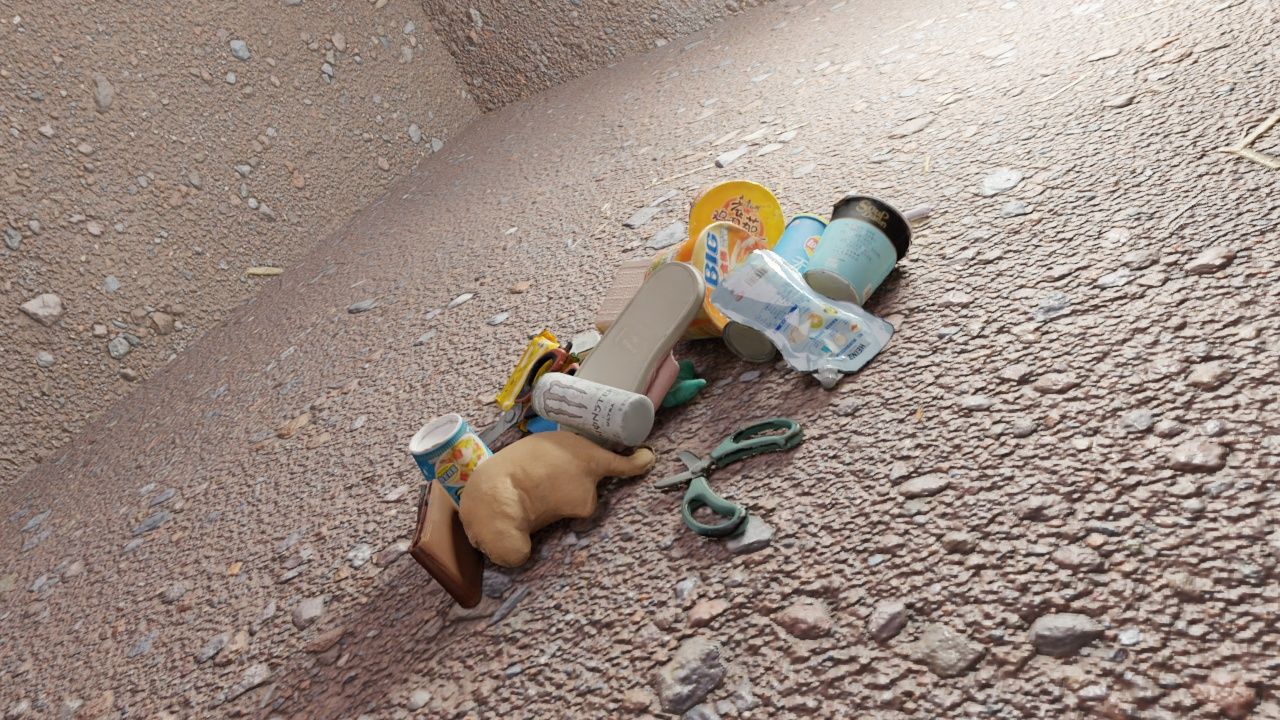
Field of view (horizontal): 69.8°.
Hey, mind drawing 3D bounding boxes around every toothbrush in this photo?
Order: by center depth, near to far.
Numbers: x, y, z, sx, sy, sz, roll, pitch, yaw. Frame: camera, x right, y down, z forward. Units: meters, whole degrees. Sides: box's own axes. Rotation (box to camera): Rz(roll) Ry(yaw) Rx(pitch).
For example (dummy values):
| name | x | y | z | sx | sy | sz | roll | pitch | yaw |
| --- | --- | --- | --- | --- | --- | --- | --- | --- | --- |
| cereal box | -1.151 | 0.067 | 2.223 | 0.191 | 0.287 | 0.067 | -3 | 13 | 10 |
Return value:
| name | x | y | z | sx | sy | sz | roll | pitch | yaw |
| --- | --- | --- | --- | --- | --- | --- | --- | --- | --- |
| toothbrush | 0.300 | -0.178 | 1.249 | 0.189 | 0.029 | 0.021 | -15 | 70 | 25 |

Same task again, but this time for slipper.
| name | x | y | z | sx | sy | sz | roll | pitch | yaw |
| --- | --- | --- | --- | --- | --- | --- | --- | --- | --- |
| slipper | -0.007 | 0.006 | 1.101 | 0.114 | 0.054 | 0.274 | 34 | 95 | 38 |

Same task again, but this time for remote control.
| name | x | y | z | sx | sy | sz | roll | pitch | yaw |
| --- | --- | --- | --- | --- | --- | --- | --- | --- | --- |
| remote control | -0.123 | 0.005 | 1.346 | 0.150 | 0.021 | 0.058 | -26 | 26 | 8 |

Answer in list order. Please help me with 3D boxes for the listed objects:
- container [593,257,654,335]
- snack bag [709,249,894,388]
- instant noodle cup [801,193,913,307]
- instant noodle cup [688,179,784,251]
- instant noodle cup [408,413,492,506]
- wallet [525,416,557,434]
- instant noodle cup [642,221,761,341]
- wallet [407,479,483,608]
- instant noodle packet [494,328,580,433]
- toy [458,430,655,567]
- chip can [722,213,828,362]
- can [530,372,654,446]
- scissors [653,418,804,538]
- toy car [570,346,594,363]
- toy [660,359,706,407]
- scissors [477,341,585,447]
| name | x | y | z | sx | sy | sz | roll | pitch | yaw |
| --- | --- | --- | --- | --- | --- | --- | --- | --- | --- |
| container | 0.003 | -0.069 | 1.259 | 0.090 | 0.090 | 0.110 | 1 | 53 | 42 |
| snack bag | 0.179 | -0.050 | 1.035 | 0.110 | 0.039 | 0.191 | -38 | 60 | -23 |
| instant noodle cup | 0.252 | -0.121 | 1.105 | 0.111 | 0.111 | 0.120 | 5 | 50 | 49 |
| instant noodle cup | 0.130 | -0.201 | 1.343 | 0.138 | 0.138 | 0.109 | -28 | 18 | 3 |
| instant noodle cup | -0.215 | 0.125 | 1.089 | 0.099 | 0.110 | 0.099 | -23 | 26 | 12 |
| wallet | -0.080 | 0.059 | 1.184 | 0.133 | 0.040 | 0.106 | -44 | 29 | -11 |
| instant noodle cup | 0.082 | -0.093 | 1.183 | 0.112 | 0.151 | 0.151 | -12 | 30 | 47 |
| wallet | -0.211 | 0.199 | 0.997 | 0.032 | 0.101 | 0.124 | -28 | 26 | 7 |
| instant noodle packet | -0.142 | 0.027 | 1.261 | 0.128 | 0.044 | 0.111 | -56 | 34 | 2 |
| toy | -0.097 | 0.133 | 1.026 | 0.225 | 0.082 | 0.143 | -32 | 54 | -9 |
| chip can | 0.176 | -0.094 | 1.142 | 0.071 | 0.071 | 0.209 | -3 | 41 | 42 |
| can | -0.056 | 0.054 | 1.047 | 0.147 | 0.058 | 0.058 | 14 | 48 | 39 |
| scissors | 0.089 | 0.121 | 0.927 | 0.170 | 0.019 | 0.179 | -21 | 28 | 14 |
| toy car | -0.064 | 0.005 | 1.266 | 0.091 | 0.042 | 0.035 | -22 | 49 | 26 |
| toy | 0.042 | 0.030 | 1.128 | 0.097 | 0.030 | 0.091 | -29 | 20 | 20 |
| scissors | -0.161 | 0.055 | 1.210 | 0.207 | 0.015 | 0.192 | -2 | 67 | 37 |
